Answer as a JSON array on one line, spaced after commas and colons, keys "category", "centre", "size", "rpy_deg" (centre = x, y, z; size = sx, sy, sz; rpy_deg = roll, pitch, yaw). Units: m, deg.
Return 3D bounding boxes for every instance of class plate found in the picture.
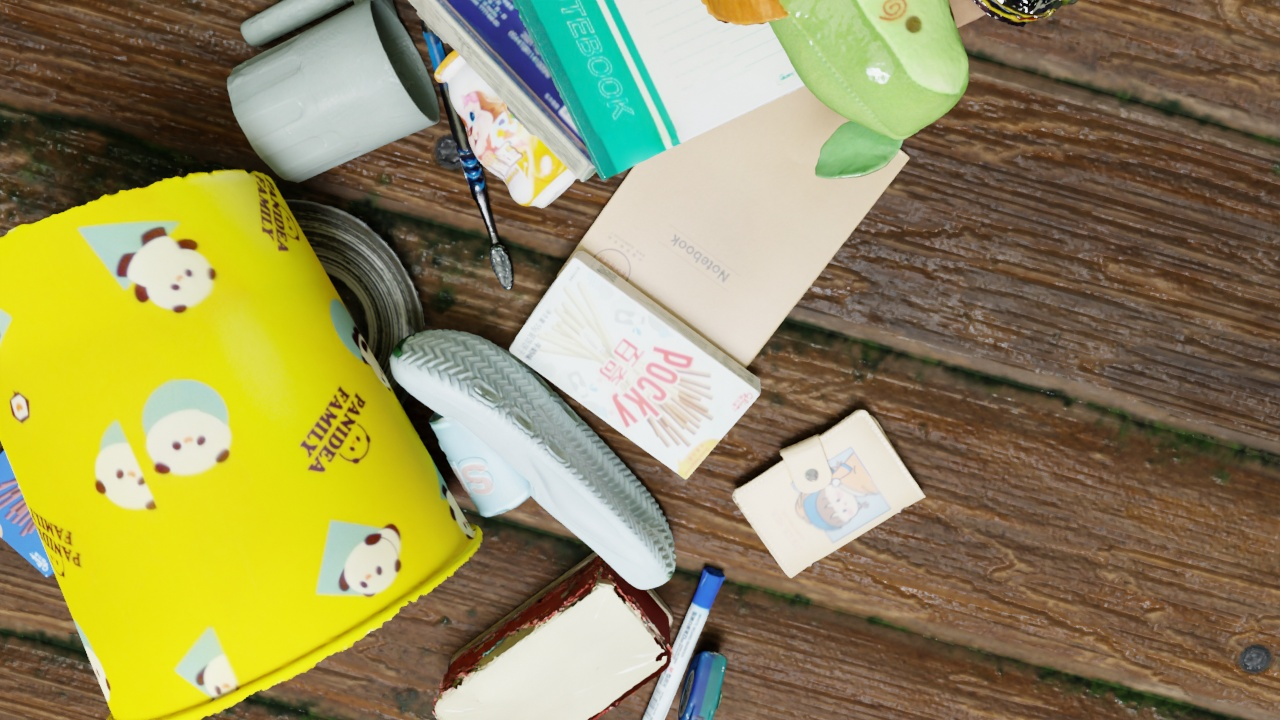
[{"category": "plate", "centre": [-0.239, -0.024, 0.646], "size": [0.179, 0.024, 0.179], "rpy_deg": [0, 103, 1]}]

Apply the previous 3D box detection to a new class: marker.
[{"category": "marker", "centre": [0.030, 0.222, 0.690], "size": [0.017, 0.017, 0.146], "rpy_deg": [20, 102, -2]}]

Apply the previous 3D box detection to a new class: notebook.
[{"category": "notebook", "centre": [-0.004, -0.228, 0.528], "size": [0.150, 0.012, 0.209], "rpy_deg": [-28, 96, -12]}, {"category": "notebook", "centre": [0.060, -0.096, 0.625], "size": [0.148, 0.008, 0.208], "rpy_deg": [36, 101, -5]}]

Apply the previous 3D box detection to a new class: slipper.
[{"category": "slipper", "centre": [-0.073, 0.072, 0.622], "size": [0.074, 0.104, 0.245], "rpy_deg": [-41, 105, 16]}]

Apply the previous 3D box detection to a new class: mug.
[{"category": "mug", "centre": [-0.199, -0.187, 0.588], "size": [0.103, 0.083, 0.124], "rpy_deg": [-23, 73, 8]}]

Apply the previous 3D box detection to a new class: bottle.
[{"category": "bottle", "centre": [-0.083, -0.153, 0.591], "size": [0.063, 0.063, 0.108], "rpy_deg": [-41, 97, 10]}]

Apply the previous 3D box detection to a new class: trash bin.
[{"category": "trash bin", "centre": [-0.250, 0.042, 0.543], "size": [0.230, 0.229, 0.255], "rpy_deg": [-23, 95, 7]}]

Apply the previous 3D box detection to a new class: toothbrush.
[{"category": "toothbrush", "centre": [-0.116, -0.138, 0.620], "size": [0.014, 0.016, 0.189], "rpy_deg": [-16, 100, 1]}]

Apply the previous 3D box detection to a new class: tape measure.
[{"category": "tape measure", "centre": [0.046, 0.243, 0.674], "size": [0.025, 0.055, 0.058], "rpy_deg": [17, 70, 1]}]

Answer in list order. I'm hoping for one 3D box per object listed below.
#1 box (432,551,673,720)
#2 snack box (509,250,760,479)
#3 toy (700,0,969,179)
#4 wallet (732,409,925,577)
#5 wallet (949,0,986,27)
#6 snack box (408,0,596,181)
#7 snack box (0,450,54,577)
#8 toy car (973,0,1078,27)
[{"category": "box", "centre": [-0.064, 0.221, 0.663], "size": [0.168, 0.076, 0.091], "rpy_deg": [-38, 99, 9]}, {"category": "snack box", "centre": [-0.004, 0.004, 0.633], "size": [0.157, 0.026, 0.085], "rpy_deg": [36, 110, -4]}, {"category": "toy", "centre": [0.109, -0.231, 0.506], "size": [0.226, 0.090, 0.246], "rpy_deg": [-27, 93, -26]}, {"category": "wallet", "centre": [0.132, 0.093, 0.656], "size": [0.115, 0.024, 0.087], "rpy_deg": [-33, 104, 10]}, {"category": "wallet", "centre": [0.155, -0.243, 0.571], "size": [0.115, 0.020, 0.101], "rpy_deg": [-26, 100, -6]}, {"category": "snack box", "centre": [-0.032, -0.235, 0.550], "size": [0.182, 0.046, 0.178], "rpy_deg": [-45, 98, -11]}, {"category": "snack box", "centre": [-0.414, 0.078, 0.673], "size": [0.157, 0.026, 0.084], "rpy_deg": [-43, 98, 10]}, {"category": "toy car", "centre": [0.258, -0.279, 0.558], "size": [0.071, 0.041, 0.156], "rpy_deg": [30, 90, -7]}]
